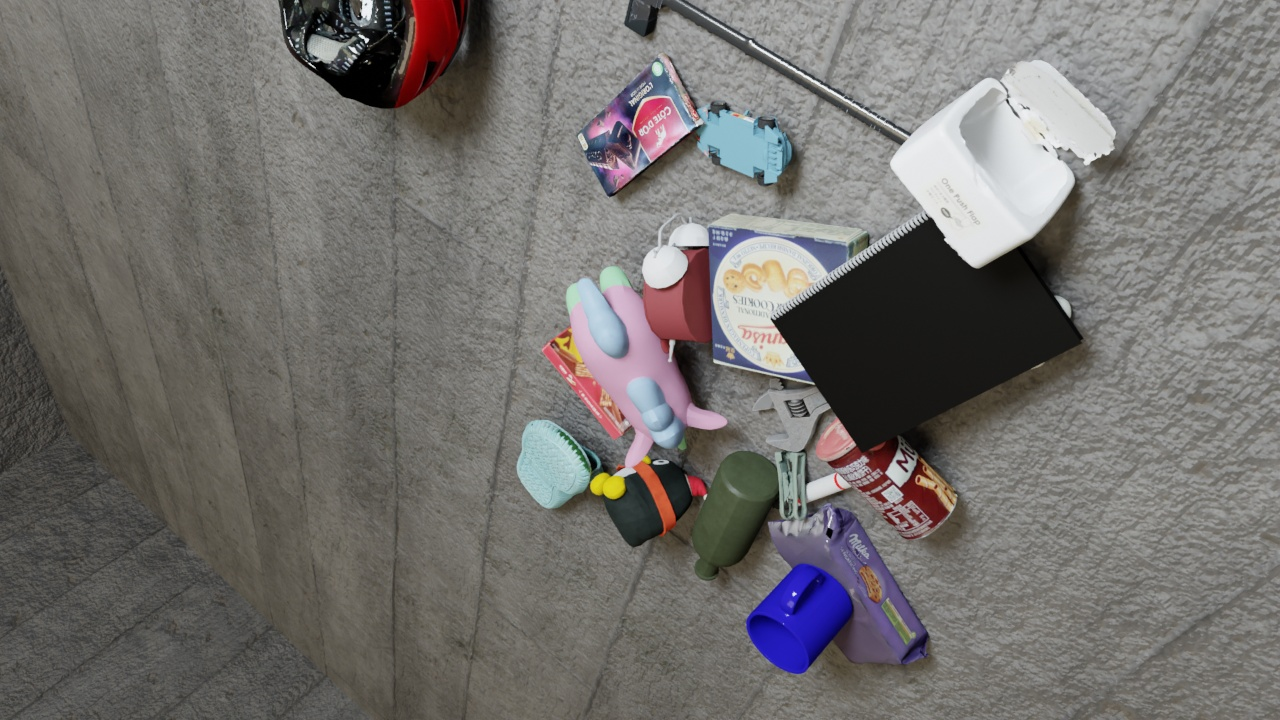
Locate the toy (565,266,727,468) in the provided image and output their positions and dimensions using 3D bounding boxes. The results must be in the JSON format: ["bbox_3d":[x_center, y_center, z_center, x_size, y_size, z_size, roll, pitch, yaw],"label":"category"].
[{"bbox_3d":[-0.006,0.005,0.956,0.171,0.120,0.222,69,-171,26],"label":"toy"}]

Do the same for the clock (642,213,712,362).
[{"bbox_3d":[0.043,-0.074,0.898,0.048,0.096,0.138,4,123,33],"label":"clock"}]

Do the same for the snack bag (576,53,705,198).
[{"bbox_3d":[-0.004,-0.221,0.880,0.156,0.018,0.074,-28,89,51],"label":"snack bag"}]

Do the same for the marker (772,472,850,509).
[{"bbox_3d":[0.189,0.141,0.994,0.019,0.019,0.146,52,141,-3],"label":"marker"}]

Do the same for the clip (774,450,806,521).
[{"bbox_3d":[0.163,0.135,0.989,0.047,0.023,0.076,-4,89,47],"label":"clip"}]

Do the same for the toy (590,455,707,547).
[{"bbox_3d":[0.014,0.163,1.115,0.099,0.119,0.098,66,162,-4],"label":"toy"}]

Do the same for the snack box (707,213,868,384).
[{"bbox_3d":[0.136,-0.056,0.854,0.145,0.042,0.145,13,119,35],"label":"snack box"}]

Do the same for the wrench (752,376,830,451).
[{"bbox_3d":[0.204,0.026,0.889,0.083,0.018,0.274,54,141,-5],"label":"wrench"}]

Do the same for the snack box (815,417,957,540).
[{"bbox_3d":[0.233,0.105,0.869,0.121,0.072,0.072,43,142,-10],"label":"snack box"}]

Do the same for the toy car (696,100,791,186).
[{"bbox_3d":[0.093,-0.195,0.810,0.108,0.027,0.060,35,141,43],"label":"toy car"}]

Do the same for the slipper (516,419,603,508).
[{"bbox_3d":[-0.109,0.134,1.233,0.116,0.069,0.277,47,156,5],"label":"slipper"}]

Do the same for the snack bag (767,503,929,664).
[{"bbox_3d":[0.227,0.252,1.016,0.097,0.058,0.205,-24,104,50],"label":"snack bag"}]

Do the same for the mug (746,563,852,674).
[{"bbox_3d":[0.169,0.262,0.969,0.079,0.083,0.111,28,138,32],"label":"mug"}]

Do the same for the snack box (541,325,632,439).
[{"bbox_3d":[-0.040,0.014,1.051,0.133,0.089,0.021,51,142,-2],"label":"snack box"}]

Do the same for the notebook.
[{"bbox_3d":[0.225,-0.029,0.757,0.207,0.016,0.149,-35,88,37],"label":"notebook"}]

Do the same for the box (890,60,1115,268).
[{"bbox_3d":[0.264,-0.147,0.627,0.110,0.102,0.130,51,149,-5],"label":"box"}]

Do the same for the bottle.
[{"bbox_3d":[0.102,0.193,1.076,0.071,0.071,0.207,35,138,18],"label":"bottle"}]

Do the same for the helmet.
[{"bbox_3d":[-0.260,-0.382,0.880,0.218,0.166,0.272,25,135,28],"label":"helmet"}]

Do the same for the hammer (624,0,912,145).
[{"bbox_3d":[0.126,-0.243,0.752,0.325,0.015,0.095,36,139,15],"label":"hammer"}]

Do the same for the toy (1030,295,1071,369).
[{"bbox_3d":[0.279,-0.039,0.752,0.125,0.037,0.076,25,129,19],"label":"toy"}]
